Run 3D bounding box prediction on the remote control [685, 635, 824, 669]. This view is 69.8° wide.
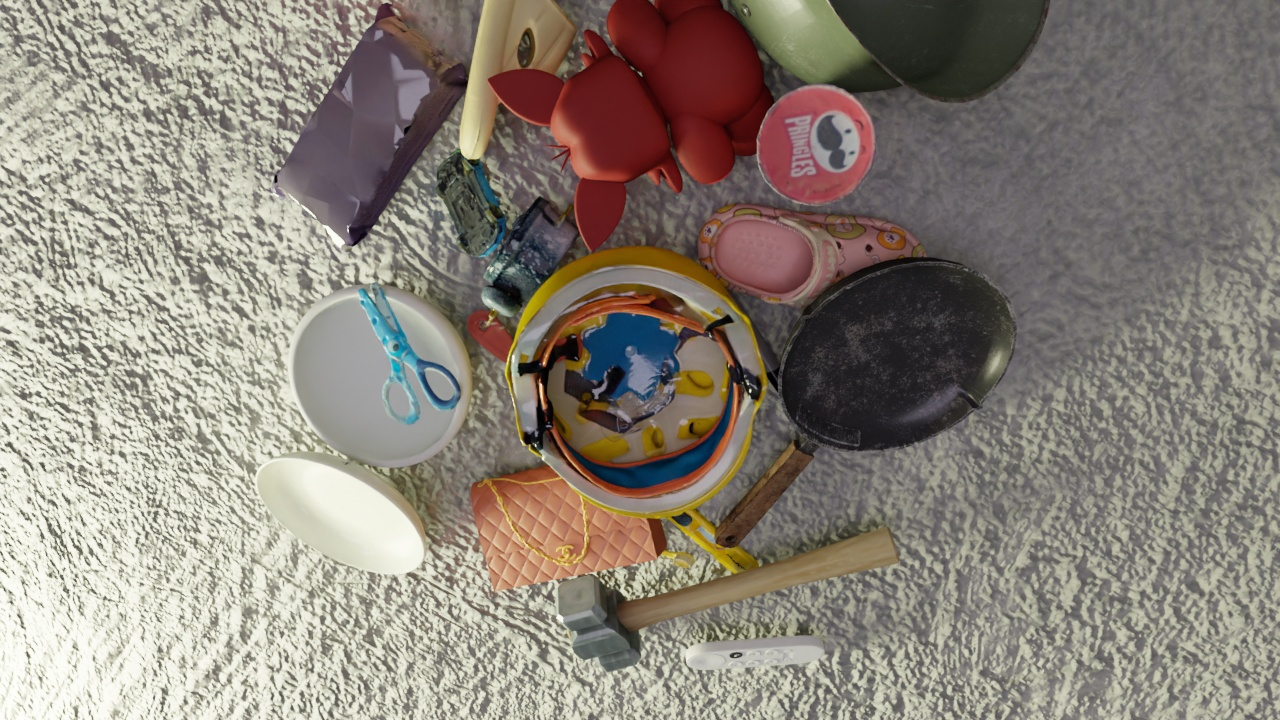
[{"bbox_3d":[0.113,0.289,0.908,0.136,0.013,0.043,-5,139,2],"label":"remote control"}]

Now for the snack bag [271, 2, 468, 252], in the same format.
[{"bbox_3d":[-0.246,-0.202,0.817,0.096,0.058,0.206,38,108,-4],"label":"snack bag"}]

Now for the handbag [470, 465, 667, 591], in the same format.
[{"bbox_3d":[-0.074,0.152,0.886,0.172,0.060,0.109,-15,91,17],"label":"handbag"}]

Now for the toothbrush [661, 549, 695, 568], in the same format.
[{"bbox_3d":[-0.011,0.183,0.913,0.135,0.016,0.021,16,105,5],"label":"toothbrush"}]

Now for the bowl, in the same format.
[{"bbox_3d":[-0.239,0.010,0.874,0.177,0.066,0.177,3,107,9],"label":"bowl"}]

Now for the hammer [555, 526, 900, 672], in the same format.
[{"bbox_3d":[0.083,0.218,0.873,0.323,0.051,0.117,-18,134,11],"label":"hammer"}]

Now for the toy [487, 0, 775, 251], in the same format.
[{"bbox_3d":[0.004,-0.202,0.728,0.197,0.120,0.158,-32,102,-6],"label":"toy"}]

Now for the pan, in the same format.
[{"bbox_3d":[0.169,0.049,0.810,0.207,0.040,0.358,24,122,-26],"label":"pan"}]

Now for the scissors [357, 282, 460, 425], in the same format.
[{"bbox_3d":[-0.210,-0.011,0.822,0.083,0.015,0.140,-13,102,15],"label":"scissors"}]

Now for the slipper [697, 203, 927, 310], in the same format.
[{"bbox_3d":[0.142,-0.078,0.777,0.197,0.081,0.093,11,109,9],"label":"slipper"}]

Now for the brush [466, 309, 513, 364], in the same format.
[{"bbox_3d":[-0.097,0.017,0.871,0.041,0.030,0.172,-40,97,19],"label":"brush"}]

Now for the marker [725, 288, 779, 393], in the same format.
[{"bbox_3d":[0.110,-0.013,0.837,0.022,0.016,0.138,-35,98,-14],"label":"marker"}]

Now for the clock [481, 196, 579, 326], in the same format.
[{"bbox_3d":[-0.104,-0.085,0.812,0.052,0.090,0.130,36,105,-8],"label":"clock"}]

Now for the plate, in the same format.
[{"bbox_3d":[-0.291,0.146,0.914,0.182,0.034,0.183,13,137,12],"label":"plate"}]

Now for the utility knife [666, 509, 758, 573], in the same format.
[{"bbox_3d":[0.060,0.165,0.898,0.155,0.017,0.031,39,118,-6],"label":"utility knife"}]

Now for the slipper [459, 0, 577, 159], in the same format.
[{"bbox_3d":[-0.090,-0.290,0.750,0.079,0.111,0.262,10,105,-17],"label":"slipper"}]

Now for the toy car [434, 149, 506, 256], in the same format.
[{"bbox_3d":[-0.148,-0.138,0.817,0.048,0.032,0.105,-37,66,26],"label":"toy car"}]

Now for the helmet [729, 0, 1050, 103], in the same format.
[{"bbox_3d":[0.146,-0.301,0.659,0.226,0.154,0.268,-43,110,-21],"label":"helmet"}]

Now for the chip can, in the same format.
[{"bbox_3d":[0.129,-0.161,0.673,0.073,0.232,0.073,3,105,11],"label":"chip can"}]

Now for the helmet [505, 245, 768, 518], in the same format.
[{"bbox_3d":[-0.005,0.005,0.798,0.209,0.139,0.240,-14,122,2],"label":"helmet"}]
